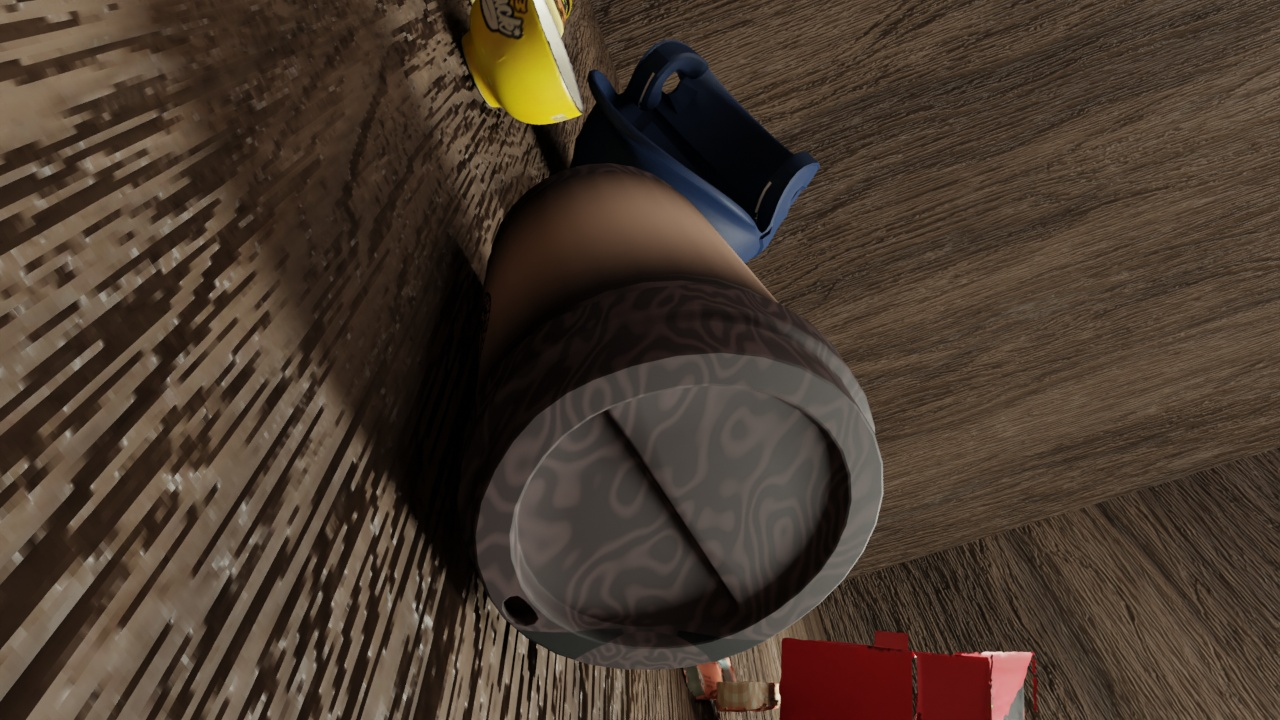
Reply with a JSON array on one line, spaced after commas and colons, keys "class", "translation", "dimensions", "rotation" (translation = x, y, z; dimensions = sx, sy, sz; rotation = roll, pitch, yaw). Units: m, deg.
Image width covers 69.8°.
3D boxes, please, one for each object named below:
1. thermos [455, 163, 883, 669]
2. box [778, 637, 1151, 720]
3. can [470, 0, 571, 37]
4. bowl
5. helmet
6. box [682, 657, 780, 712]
[{"class": "thermos", "translation": [-0.004, 0.005, 0.444], "dimensions": [0.226, 0.173, 0.173], "rotation": [-109, 175, -56]}, {"class": "box", "translation": [0.290, 0.324, 0.660], "dimensions": [0.107, 0.411, 0.211], "rotation": [30, 61, -61]}, {"class": "can", "translation": [-0.118, -0.350, 0.820], "dimensions": [0.104, 0.075, 0.135], "rotation": [-93, 162, -56]}, {"class": "bowl", "translation": [-0.096, -0.236, 0.711], "dimensions": [0.117, 0.068, 0.117], "rotation": [-18, 89, -82]}, {"class": "helmet", "translation": [0.029, -0.187, 0.926], "dimensions": [0.232, 0.223, 0.272], "rotation": [48, 10, 21]}, {"class": "box", "translation": [0.081, 0.270, 0.768], "dimensions": [0.078, 0.054, 0.187], "rotation": [39, -6, 22]}]
